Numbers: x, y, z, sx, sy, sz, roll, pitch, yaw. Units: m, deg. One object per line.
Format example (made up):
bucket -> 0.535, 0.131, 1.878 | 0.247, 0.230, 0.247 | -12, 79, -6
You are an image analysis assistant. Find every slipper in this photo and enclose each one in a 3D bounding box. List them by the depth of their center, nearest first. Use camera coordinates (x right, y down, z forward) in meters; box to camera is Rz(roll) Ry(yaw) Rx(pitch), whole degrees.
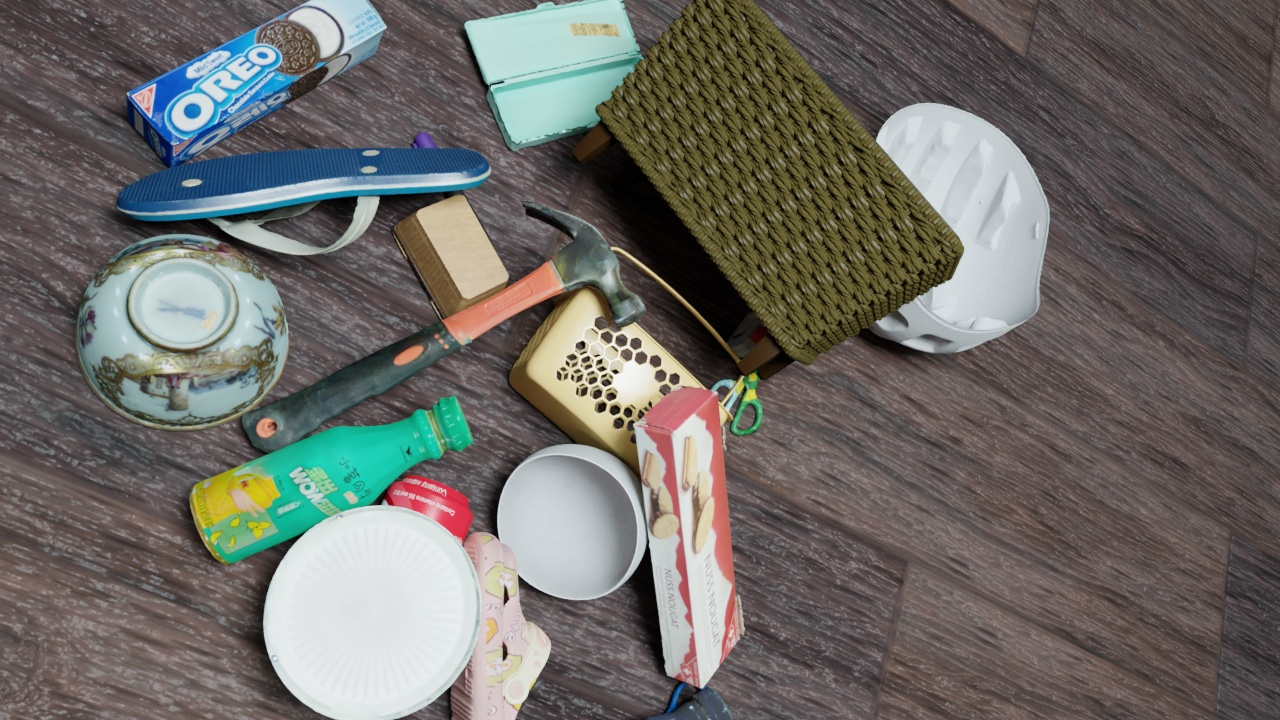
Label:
slipper -> -0.112, 0.241, 0.756 | 0.081, 0.093, 0.197 | 4, 77, -26
slipper -> -0.274, -0.138, 0.776 | 0.294, 0.118, 0.060 | -8, 124, -15

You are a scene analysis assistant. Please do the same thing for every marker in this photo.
marker -> -0.177, -0.157, 0.872 | 0.018, 0.015, 0.134 | -31, 91, -1

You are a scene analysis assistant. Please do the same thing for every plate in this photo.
plate -> -0.198, 0.188, 0.687 | 0.157, 0.014, 0.156 | 4, 71, -12

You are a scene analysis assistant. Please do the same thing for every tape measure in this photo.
tape measure -> 0.117, -0.032, 0.953 | 0.020, 0.060, 0.062 | 43, 66, -10

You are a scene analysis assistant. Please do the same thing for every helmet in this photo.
helmet -> 0.326, -0.147, 1.008 | 0.224, 0.184, 0.282 | 12, 82, -17

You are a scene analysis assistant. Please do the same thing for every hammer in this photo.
hammer -> -0.171, -0.015, 0.759 | 0.333, 0.033, 0.133 | -30, 80, -5

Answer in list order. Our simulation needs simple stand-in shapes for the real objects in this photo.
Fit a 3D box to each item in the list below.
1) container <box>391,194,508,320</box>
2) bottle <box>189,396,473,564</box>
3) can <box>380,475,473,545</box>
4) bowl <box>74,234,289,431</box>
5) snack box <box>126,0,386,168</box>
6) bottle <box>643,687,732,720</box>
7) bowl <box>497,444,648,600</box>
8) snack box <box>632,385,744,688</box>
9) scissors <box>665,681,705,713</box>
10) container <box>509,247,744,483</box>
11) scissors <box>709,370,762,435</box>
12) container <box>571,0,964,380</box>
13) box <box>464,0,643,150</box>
container -> -0.168, -0.094, 0.832 | 0.063, 0.061, 0.114 | -30, 90, -29
bottle -> -0.236, 0.087, 0.720 | 0.209, 0.068, 0.068 | -23, 87, -12
can -> -0.193, 0.170, 0.744 | 0.074, 0.075, 0.142 | 27, 67, -17
bowl -> -0.352, -0.031, 0.711 | 0.159, 0.094, 0.159 | 6, 75, -24
snack box -> -0.329, -0.253, 0.801 | 0.225, 0.060, 0.059 | -42, 100, -28
bottle -> 0.007, 0.344, 0.795 | 0.160, 0.056, 0.056 | -29, 90, -20
bowl -> -0.053, 0.136, 0.802 | 0.132, 0.132, 0.064 | 62, 19, 0
snack box -> 0.046, 0.156, 0.790 | 0.076, 0.044, 0.273 | -38, 129, -46
scissors -> 0.012, 0.331, 0.838 | 0.133, 0.015, 0.104 | 16, 74, -17
container -> -0.005, 0.005, 0.848 | 0.183, 0.129, 0.166 | 43, 72, -10
scissors -> 0.110, 0.015, 0.966 | 0.070, 0.014, 0.130 | 30, 67, -16
container -> 0.107, -0.148, 0.851 | 0.205, 0.176, 0.321 | -39, 78, 11
box -> -0.076, -0.301, 0.948 | 0.186, 0.033, 0.136 | -20, 86, -28
